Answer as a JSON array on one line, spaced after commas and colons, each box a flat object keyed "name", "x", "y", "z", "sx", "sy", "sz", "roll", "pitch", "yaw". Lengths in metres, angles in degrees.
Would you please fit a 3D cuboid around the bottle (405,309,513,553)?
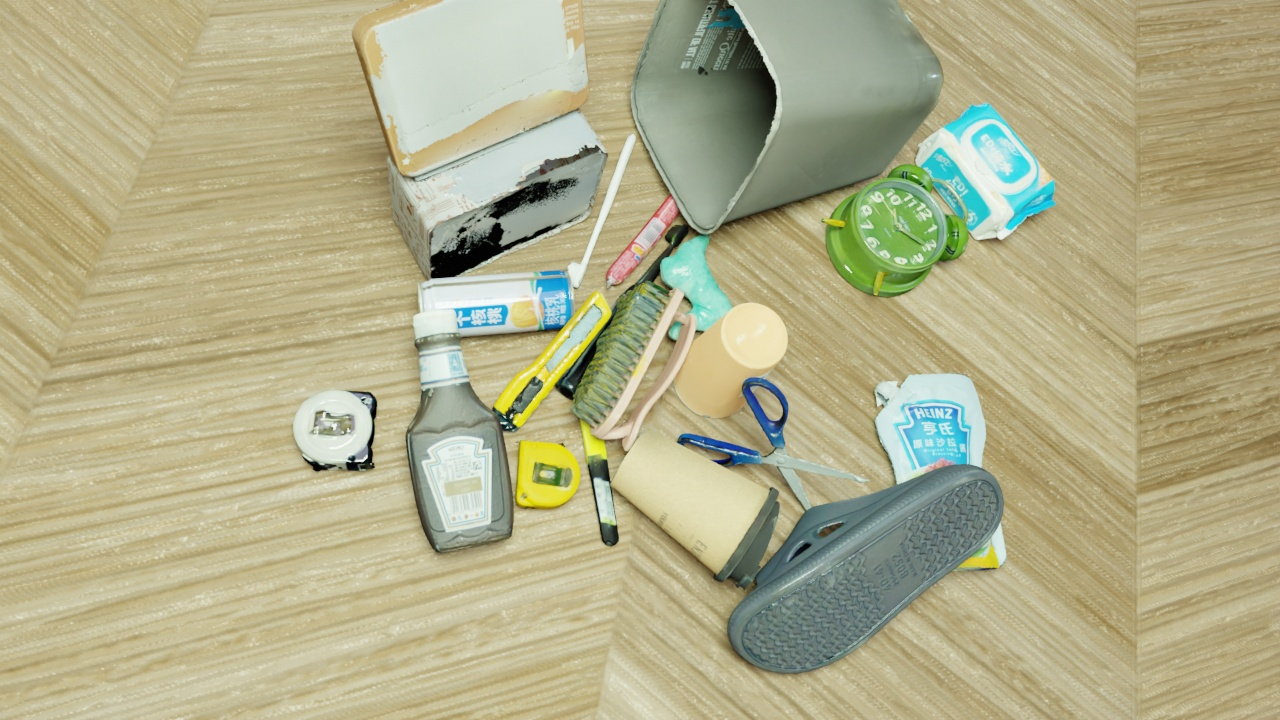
[{"name": "bottle", "x": -0.155, "y": 0.056, "z": 0.758, "sx": 0.079, "sy": 0.044, "sz": 0.195, "roll": -9, "pitch": 88, "yaw": -17}]

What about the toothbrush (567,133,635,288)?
[{"name": "toothbrush", "x": -0.038, "y": -0.149, "z": 0.893, "sx": 0.016, "sy": 0.016, "sz": 0.179, "roll": 20, "pitch": 69, "yaw": 1}]

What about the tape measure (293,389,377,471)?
[{"name": "tape measure", "x": -0.254, "y": 0.059, "z": 0.764, "sx": 0.066, "sy": 0.034, "sz": 0.065, "roll": 1, "pitch": 70, "yaw": -13}]

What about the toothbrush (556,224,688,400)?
[{"name": "toothbrush", "x": -0.012, "y": -0.052, "z": 0.861, "sx": 0.027, "sy": 0.026, "sz": 0.212, "roll": 13, "pitch": 59, "yaw": 39}]

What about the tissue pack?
[{"name": "tissue pack", "x": 0.368, "y": -0.201, "z": 0.976, "sx": 0.089, "sy": 0.063, "sz": 0.140, "roll": -31, "pitch": 81, "yaw": -20}]

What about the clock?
[{"name": "clock", "x": 0.266, "y": -0.135, "z": 0.935, "sx": 0.161, "sy": 0.056, "sz": 0.116, "roll": -30, "pitch": 81, "yaw": -20}]

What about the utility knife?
[{"name": "utility knife", "x": -0.079, "y": 0.002, "z": 0.806, "sx": 0.033, "sy": 0.015, "sz": 0.154, "roll": 40, "pitch": 88, "yaw": -14}]

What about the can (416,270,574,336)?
[{"name": "can", "x": -0.129, "y": -0.050, "z": 0.818, "sx": 0.134, "sy": 0.053, "sz": 0.053, "roll": -5, "pitch": 73, "yaw": -14}]

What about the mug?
[{"name": "mug", "x": 0.081, "y": -0.001, "z": 0.812, "sx": 0.078, "sy": 0.123, "sz": 0.078, "roll": 4, "pitch": 72, "yaw": -12}]

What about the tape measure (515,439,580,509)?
[{"name": "tape measure", "x": -0.080, "y": 0.099, "z": 0.792, "sx": 0.057, "sy": 0.029, "sz": 0.060, "roll": 6, "pitch": 71, "yaw": -12}]

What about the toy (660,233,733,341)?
[{"name": "toy", "x": 0.052, "y": -0.063, "z": 0.871, "sx": 0.096, "sy": 0.030, "sz": 0.092, "roll": -38, "pitch": 96, "yaw": -23}]

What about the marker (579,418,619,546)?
[{"name": "marker", "x": -0.036, "y": 0.102, "z": 0.810, "sx": 0.018, "sy": 0.015, "sz": 0.124, "roll": -6, "pitch": 76, "yaw": -20}]

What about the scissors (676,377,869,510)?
[{"name": "scissors", "x": 0.113, "y": 0.079, "z": 0.804, "sx": 0.176, "sy": 0.163, "sz": 0.012, "roll": 5, "pitch": 41, "yaw": 16}]

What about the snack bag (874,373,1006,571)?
[{"name": "snack bag", "x": 0.281, "y": 0.103, "z": 0.869, "sx": 0.110, "sy": 0.039, "sz": 0.190, "roll": -2, "pitch": 71, "yaw": -2}]

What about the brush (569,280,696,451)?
[{"name": "brush", "x": -0.005, "y": 0.005, "z": 0.807, "sx": 0.073, "sy": 0.063, "sz": 0.145, "roll": 32, "pitch": 71, "yaw": -18}]

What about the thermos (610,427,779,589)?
[{"name": "thermos", "x": 0.049, "y": 0.122, "z": 0.785, "sx": 0.143, "sy": 0.093, "sz": 0.092, "roll": 32, "pitch": 68, "yaw": 7}]

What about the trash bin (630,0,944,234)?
[{"name": "trash bin", "x": 0.138, "y": -0.257, "z": 0.871, "sx": 0.219, "sy": 0.200, "sz": 0.198, "roll": -15, "pitch": 67, "yaw": -27}]

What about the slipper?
[{"name": "slipper", "x": 0.188, "y": 0.172, "z": 0.801, "sx": 0.268, "sy": 0.083, "sz": 0.111, "roll": -31, "pitch": 117, "yaw": -7}]

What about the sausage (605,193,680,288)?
[{"name": "sausage", "x": 0.011, "y": -0.126, "z": 0.894, "sx": 0.020, "sy": 0.020, "sz": 0.155, "roll": 37, "pitch": 67, "yaw": 1}]

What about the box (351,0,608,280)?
[{"name": "box", "x": -0.123, "y": -0.186, "z": 0.758, "sx": 0.177, "sy": 0.273, "sz": 0.106, "roll": -28, "pitch": 66, "yaw": -19}]
